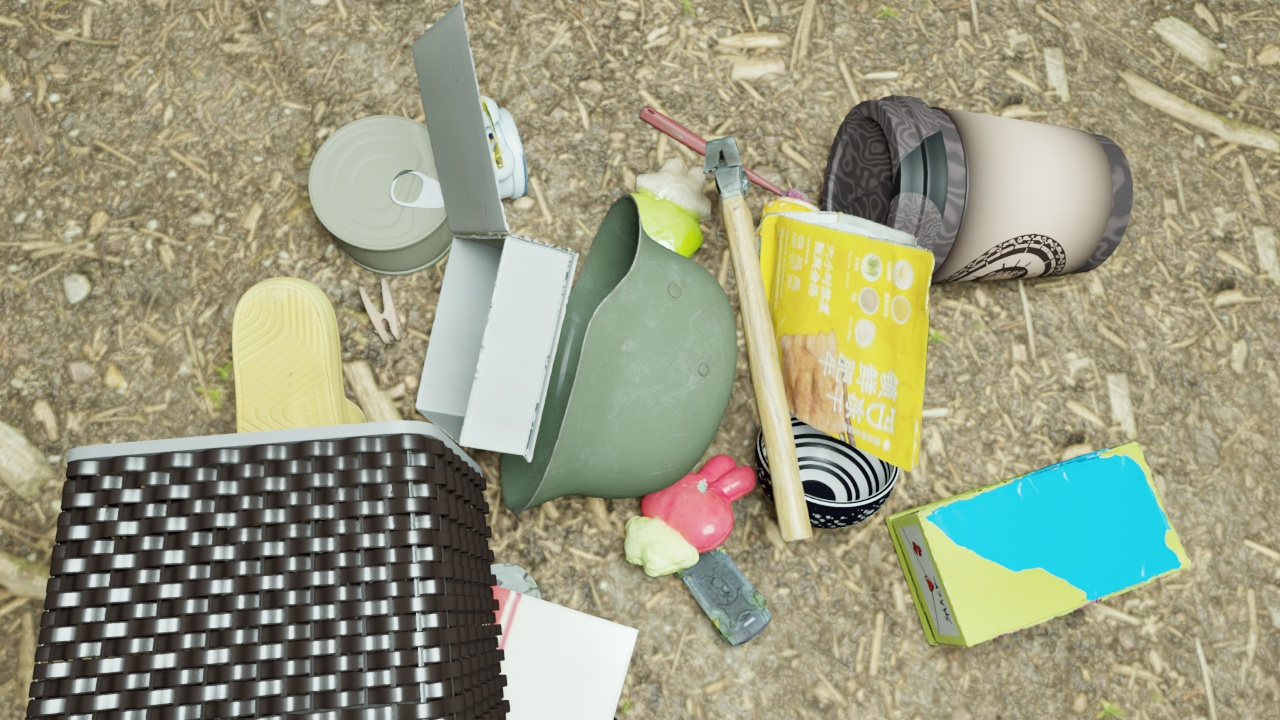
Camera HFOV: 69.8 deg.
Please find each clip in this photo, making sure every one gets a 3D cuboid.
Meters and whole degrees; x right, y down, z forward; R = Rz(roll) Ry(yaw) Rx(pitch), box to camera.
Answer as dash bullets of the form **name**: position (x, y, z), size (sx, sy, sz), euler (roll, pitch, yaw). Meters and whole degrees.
- **clip**: position (-0.227, -0.047, 0.835), size (0.045, 0.025, 0.061), euler (-27, 86, -9)

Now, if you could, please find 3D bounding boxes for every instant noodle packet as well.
- **instant noodle packet**: position (0.170, -0.025, 0.732), size (0.084, 0.221, 0.163), euler (-2, 106, -14)

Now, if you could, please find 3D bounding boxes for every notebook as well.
- **notebook**: position (-0.103, 0.290, 0.711), size (0.153, 0.012, 0.208), euler (16, 72, 5)

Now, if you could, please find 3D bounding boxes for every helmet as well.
- **helmet**: position (-0.004, 0.004, 0.755), size (0.153, 0.227, 0.267), euler (13, 85, -18)

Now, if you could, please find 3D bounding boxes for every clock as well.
- **clock**: position (-0.135, -0.190, 0.829), size (0.057, 0.118, 0.083), euler (-17, 77, -15)

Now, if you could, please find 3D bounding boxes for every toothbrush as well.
- **toothbrush**: position (0.083, -0.199, 0.899), size (0.190, 0.016, 0.016), euler (32, 76, 4)

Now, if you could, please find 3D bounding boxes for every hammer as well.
- **hammer**: position (0.094, -0.022, 0.735), size (0.033, 0.132, 0.330), euler (-11, 80, 9)

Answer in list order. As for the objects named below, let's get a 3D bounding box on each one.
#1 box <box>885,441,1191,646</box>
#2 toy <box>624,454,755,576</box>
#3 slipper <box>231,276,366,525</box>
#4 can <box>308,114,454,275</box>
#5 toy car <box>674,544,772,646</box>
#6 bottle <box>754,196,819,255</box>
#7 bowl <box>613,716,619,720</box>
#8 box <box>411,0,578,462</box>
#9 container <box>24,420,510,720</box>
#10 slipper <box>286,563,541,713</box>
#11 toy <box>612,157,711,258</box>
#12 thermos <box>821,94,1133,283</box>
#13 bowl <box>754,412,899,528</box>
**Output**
- **box**: position (0.343, 0.158, 0.799), size (0.220, 0.079, 0.124), euler (-17, 79, -11)
- **toy**: position (0.042, 0.129, 0.785), size (0.092, 0.045, 0.134), euler (22, 54, 42)
- **slipper**: position (-0.283, 0.061, 0.770), size (0.099, 0.078, 0.263), euler (-5, 97, -4)
- **can**: position (-0.226, -0.147, 0.833), size (0.128, 0.073, 0.127), euler (1, 75, -4)
- **toy car**: position (0.067, 0.194, 0.789), size (0.048, 0.033, 0.105), euler (-34, 67, -10)
- **bottle**: position (0.129, -0.095, 0.852), size (0.063, 0.063, 0.109), euler (21, 85, 1)
- **bowl**: position (-0.058, 0.334, 0.730), size (0.124, 0.052, 0.124), euler (-1, 70, 2)
- **box**: position (-0.124, -0.140, 0.718), size (0.108, 0.166, 0.419), euler (-2, 98, -26)
- **container**: position (-0.221, 0.188, 0.602), size (0.247, 0.246, 0.243), euler (-5, 75, -1)
- **slipper**: position (-0.206, 0.246, 0.745), size (0.268, 0.055, 0.098), euler (-30, 77, -13)
- **toy**: position (0.021, -0.140, 0.866), size (0.092, 0.043, 0.117), euler (24, 72, 4)
- **thermos**: position (0.301, -0.146, 0.830), size (0.226, 0.173, 0.172), euler (1, 75, -11)
- **bowl**: position (0.156, 0.100, 0.796), size (0.120, 0.066, 0.120), euler (2, 42, -2)
